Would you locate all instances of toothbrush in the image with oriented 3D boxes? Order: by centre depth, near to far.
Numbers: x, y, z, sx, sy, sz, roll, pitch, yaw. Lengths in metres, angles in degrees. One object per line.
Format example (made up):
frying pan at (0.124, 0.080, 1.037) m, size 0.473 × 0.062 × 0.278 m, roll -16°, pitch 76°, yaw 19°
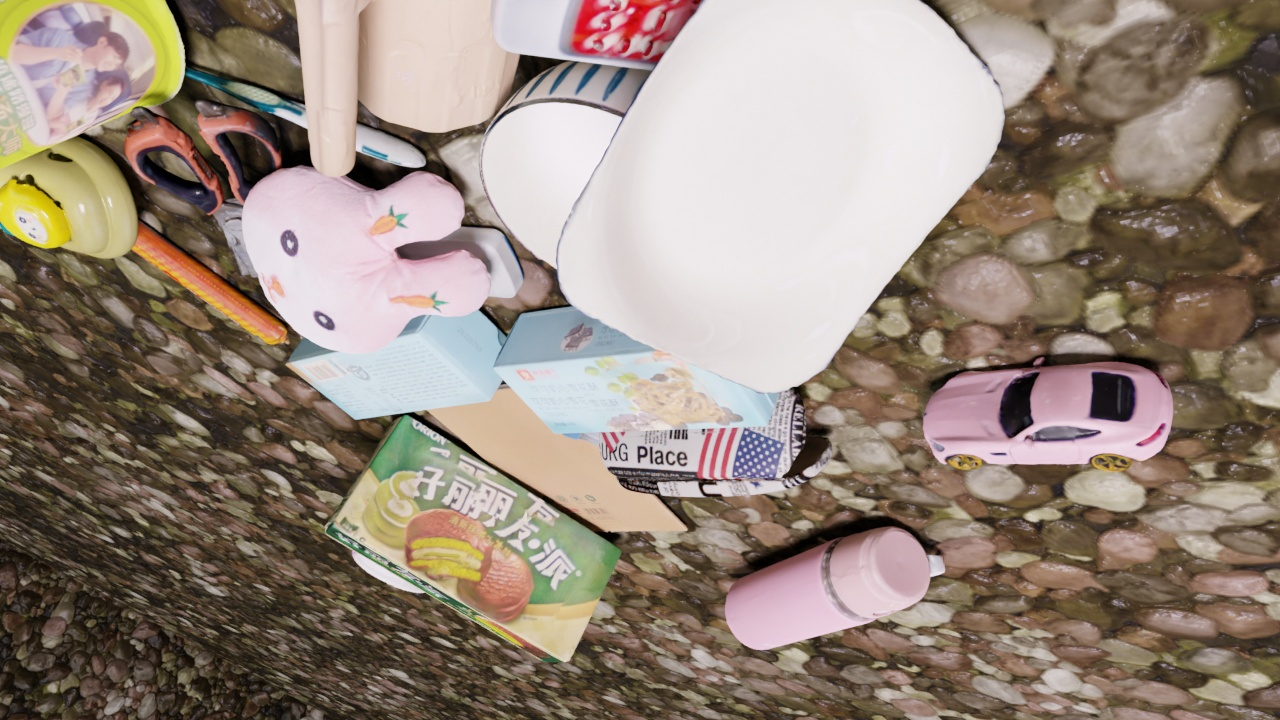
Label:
toothbrush at (-0.210, -0.144, 0.525) m, size 0.191 × 0.016 × 0.018 m, roll 21°, pitch 157°, yaw 4°

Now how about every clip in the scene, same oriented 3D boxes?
clip at (-0.030, 0.053, 0.689) m, size 0.058 × 0.038 × 0.026 m, roll 27°, pitch 113°, yaw -12°

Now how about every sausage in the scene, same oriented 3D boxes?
sausage at (-0.344, -0.063, 0.715) m, size 0.165 × 0.021 × 0.022 m, roll 41°, pitch 143°, yaw -24°

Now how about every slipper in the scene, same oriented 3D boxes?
slipper at (-0.444, -0.117, 0.636) m, size 0.190 × 0.081 × 0.092 m, roll 22°, pitch 133°, yaw 9°

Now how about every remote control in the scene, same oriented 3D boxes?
remote control at (0.014, -0.132, 0.344) m, size 0.135 × 0.020 × 0.056 m, roll 0°, pitch 153°, yaw -22°
remote control at (-0.136, -0.064, 0.585) m, size 0.125 × 0.024 × 0.049 m, roll 7°, pitch 142°, yaw 24°

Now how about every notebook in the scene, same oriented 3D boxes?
notebook at (-0.072, 0.089, 0.776) m, size 0.148 × 0.008 × 0.207 m, roll -9°, pitch 135°, yaw 40°

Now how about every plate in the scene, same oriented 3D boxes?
plate at (0.054, -0.072, 0.365) m, size 0.163 × 0.034 × 0.164 m, roll 23°, pitch 111°, yaw -39°

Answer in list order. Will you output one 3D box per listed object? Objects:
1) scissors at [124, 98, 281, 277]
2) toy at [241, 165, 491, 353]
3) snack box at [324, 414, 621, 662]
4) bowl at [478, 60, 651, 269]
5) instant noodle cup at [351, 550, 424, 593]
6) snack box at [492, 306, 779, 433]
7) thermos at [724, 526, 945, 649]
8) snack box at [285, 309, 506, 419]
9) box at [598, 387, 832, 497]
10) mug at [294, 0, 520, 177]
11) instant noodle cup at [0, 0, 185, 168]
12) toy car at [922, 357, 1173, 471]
scissors at (-0.278, -0.099, 0.591) m, size 0.209 × 0.015 × 0.185 m, roll -20°, pitch 159°, yaw 34°
toy at (-0.169, -0.063, 0.551) m, size 0.160 × 0.054 × 0.121 m, roll -7°, pitch 116°, yaw 24°
snack box at (-0.145, 0.161, 0.813) m, size 0.240 × 0.114 × 0.063 m, roll 35°, pitch 152°, yaw -12°
bowl at (-0.009, -0.093, 0.428) m, size 0.116 × 0.066 × 0.117 m, roll 17°, pitch 146°, yaw 12°
instant noodle cup at (-0.219, 0.163, 0.890) m, size 0.111 × 0.099 × 0.112 m, roll 15°, pitch 145°, yaw 10°
snack box at (-0.003, 0.003, 0.574) m, size 0.175 × 0.051 × 0.074 m, roll -6°, pitch 138°, yaw 36°
thermos at (0.152, 0.182, 0.730) m, size 0.087 × 0.067 × 0.199 m, roll 2°, pitch 155°, yaw -27°
snack box at (-0.177, -0.003, 0.671) m, size 0.175 × 0.051 × 0.074 m, roll -9°, pitch 137°, yaw 40°
box at (0.040, 0.049, 0.612) m, size 0.163 × 0.076 × 0.087 m, roll -3°, pitch 119°, yaw 38°
mug at (-0.091, -0.141, 0.358) m, size 0.084 × 0.124 × 0.104 m, roll 28°, pitch 149°, yaw -1°
instant noodle cup at (-0.320, -0.154, 0.463) m, size 0.112 × 0.123 × 0.112 m, roll 15°, pitch 135°, yaw 15°
toy car at (0.206, 0.027, 0.477) m, size 0.123 × 0.056 × 0.037 m, roll -5°, pitch 141°, yaw 37°
